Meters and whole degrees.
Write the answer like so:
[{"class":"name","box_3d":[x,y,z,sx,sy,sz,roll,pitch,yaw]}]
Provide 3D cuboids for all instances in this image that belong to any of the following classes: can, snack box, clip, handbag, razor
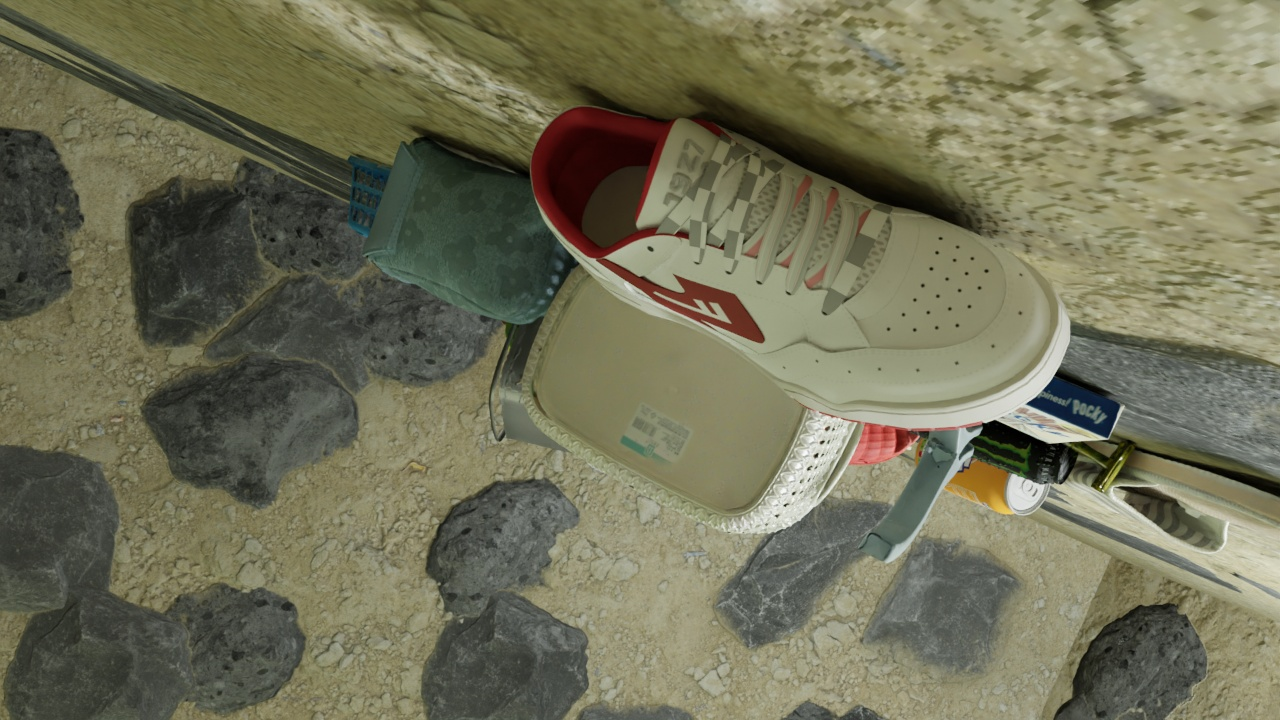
[{"class":"can","box_3d":[0.289,0.058,0.768,0.138,0.054,0.054,24,179,38]},{"class":"snack box","box_3d":[0.263,0.028,0.626,0.082,0.026,0.150,25,180,14]},{"class":"clip","box_3d":[0.214,0.051,0.660,0.031,0.172,0.165,26,136,29]},{"class":"handbag","box_3d":[-0.126,-0.101,0.739,0.192,0.122,0.118,20,-178,25]},{"class":"can","box_3d":[0.395,0.125,1.068,0.079,0.079,0.142,25,179,-28]},{"class":"razor","box_3d":[0.316,0.054,0.702,0.106,0.042,0.026,34,-176,16]}]

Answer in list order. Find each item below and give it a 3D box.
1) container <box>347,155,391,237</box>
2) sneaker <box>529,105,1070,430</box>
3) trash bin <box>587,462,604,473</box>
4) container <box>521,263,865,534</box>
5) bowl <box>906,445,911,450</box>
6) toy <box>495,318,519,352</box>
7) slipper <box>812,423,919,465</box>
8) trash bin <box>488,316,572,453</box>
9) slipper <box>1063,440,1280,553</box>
[{"class":"container","box_3d":[-0.202,-0.138,1.227,0.257,0.089,0.361,23,178,38]},{"class":"sneaker","box_3d":[0.045,-0.050,0.370,0.237,0.090,0.104,29,176,35]},{"class":"trash bin","box_3d":[0.032,0.038,1.038,0.156,0.183,0.157,10,160,4]},{"class":"container","box_3d":[0.035,0.020,0.671,0.252,0.185,0.143,28,-171,14]},{"class":"bowl","box_3d":[0.213,0.030,1.017,0.219,0.060,0.188,24,179,-15]},{"class":"toy","box_3d":[-0.104,-0.017,1.060,0.190,0.088,0.237,38,-156,-38]},{"class":"slipper","box_3d":[0.161,0.036,0.790,0.248,0.103,0.059,5,166,-27]},{"class":"trash bin","box_3d":[-0.005,0.005,0.874,0.220,0.197,0.198,18,160,1]},{"class":"slipper","box_3d":[0.410,0.107,0.708,0.114,0.054,0.273,30,178,-8]}]
